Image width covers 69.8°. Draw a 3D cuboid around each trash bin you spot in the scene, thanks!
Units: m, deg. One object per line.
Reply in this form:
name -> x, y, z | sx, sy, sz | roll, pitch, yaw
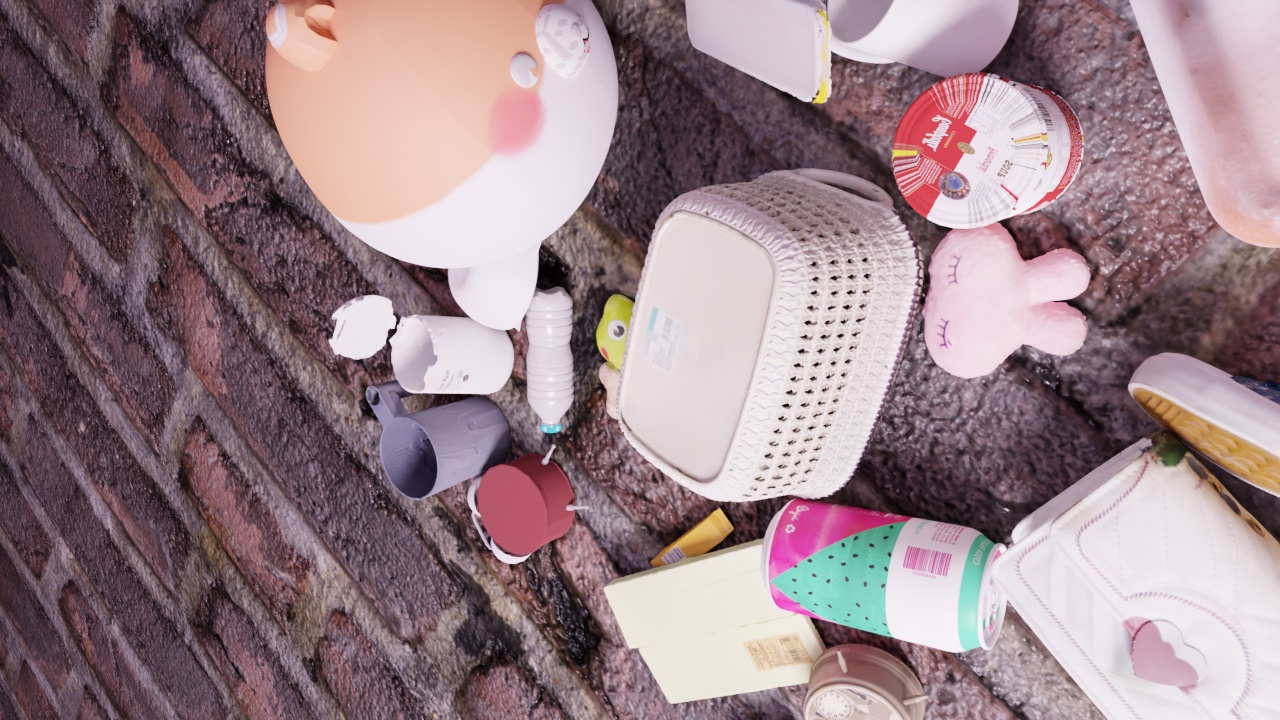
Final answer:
trash bin -> 0.340, -0.197, 0.441 | 0.182, 0.157, 0.259 | -19, 89, 37

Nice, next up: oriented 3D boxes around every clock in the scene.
clock -> 0.170, 0.294, 0.736 | 0.093, 0.054, 0.141 | 24, 119, 15
clock -> -0.121, 0.147, 0.920 | 0.138, 0.048, 0.096 | -35, 80, 36

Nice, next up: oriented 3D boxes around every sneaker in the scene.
sneaker -> 0.401, 0.047, 0.509 | 0.235, 0.087, 0.079 | 34, 86, 30

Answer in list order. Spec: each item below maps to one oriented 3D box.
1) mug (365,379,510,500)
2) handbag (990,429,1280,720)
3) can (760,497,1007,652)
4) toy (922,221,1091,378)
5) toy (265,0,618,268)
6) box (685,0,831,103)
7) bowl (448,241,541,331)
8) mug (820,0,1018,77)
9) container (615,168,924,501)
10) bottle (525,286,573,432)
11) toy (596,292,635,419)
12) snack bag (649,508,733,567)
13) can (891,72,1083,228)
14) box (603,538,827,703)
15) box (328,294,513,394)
mug -> -0.205, 0.068, 0.927 | 0.084, 0.103, 0.124 | -41, 76, 35
handbag -> 0.337, 0.160, 0.566 | 0.198, 0.096, 0.142 | 51, 124, 16
can -> 0.179, 0.157, 0.683 | 0.166, 0.088, 0.088 | 5, 104, 35
toy -> 0.244, -0.040, 0.616 | 0.105, 0.053, 0.108 | 2, 101, 20
toy -> -0.152, -0.214, 0.710 | 0.266, 0.280, 0.262 | -4, 62, 32
box -> 0.085, -0.258, 0.625 | 0.209, 0.045, 0.128 | -128, 47, -54
bowl -> -0.144, -0.087, 0.852 | 0.115, 0.050, 0.114 | -10, 77, 55
mug -> 0.168, -0.223, 0.593 | 0.111, 0.090, 0.073 | -12, 73, 63
container -> 0.084, -0.015, 0.676 | 0.185, 0.143, 0.252 | 33, 119, 41
bottle -> -0.085, 0.000, 0.862 | 0.044, 0.044, 0.136 | 10, 106, 34
toy -> -0.005, 0.005, 0.807 | 0.092, 0.043, 0.118 | 24, 116, 28
snack bag -> 0.047, 0.165, 0.822 | 0.026, 0.020, 0.099 | 50, 124, 9
can -> 0.217, -0.130, 0.569 | 0.087, 0.116, 0.087 | 9, 106, 34
box -> 0.066, 0.237, 0.810 | 0.188, 0.029, 0.138 | -23, 95, 36
box -> -0.207, -0.008, 0.876 | 0.094, 0.165, 0.084 | 50, 120, 29
